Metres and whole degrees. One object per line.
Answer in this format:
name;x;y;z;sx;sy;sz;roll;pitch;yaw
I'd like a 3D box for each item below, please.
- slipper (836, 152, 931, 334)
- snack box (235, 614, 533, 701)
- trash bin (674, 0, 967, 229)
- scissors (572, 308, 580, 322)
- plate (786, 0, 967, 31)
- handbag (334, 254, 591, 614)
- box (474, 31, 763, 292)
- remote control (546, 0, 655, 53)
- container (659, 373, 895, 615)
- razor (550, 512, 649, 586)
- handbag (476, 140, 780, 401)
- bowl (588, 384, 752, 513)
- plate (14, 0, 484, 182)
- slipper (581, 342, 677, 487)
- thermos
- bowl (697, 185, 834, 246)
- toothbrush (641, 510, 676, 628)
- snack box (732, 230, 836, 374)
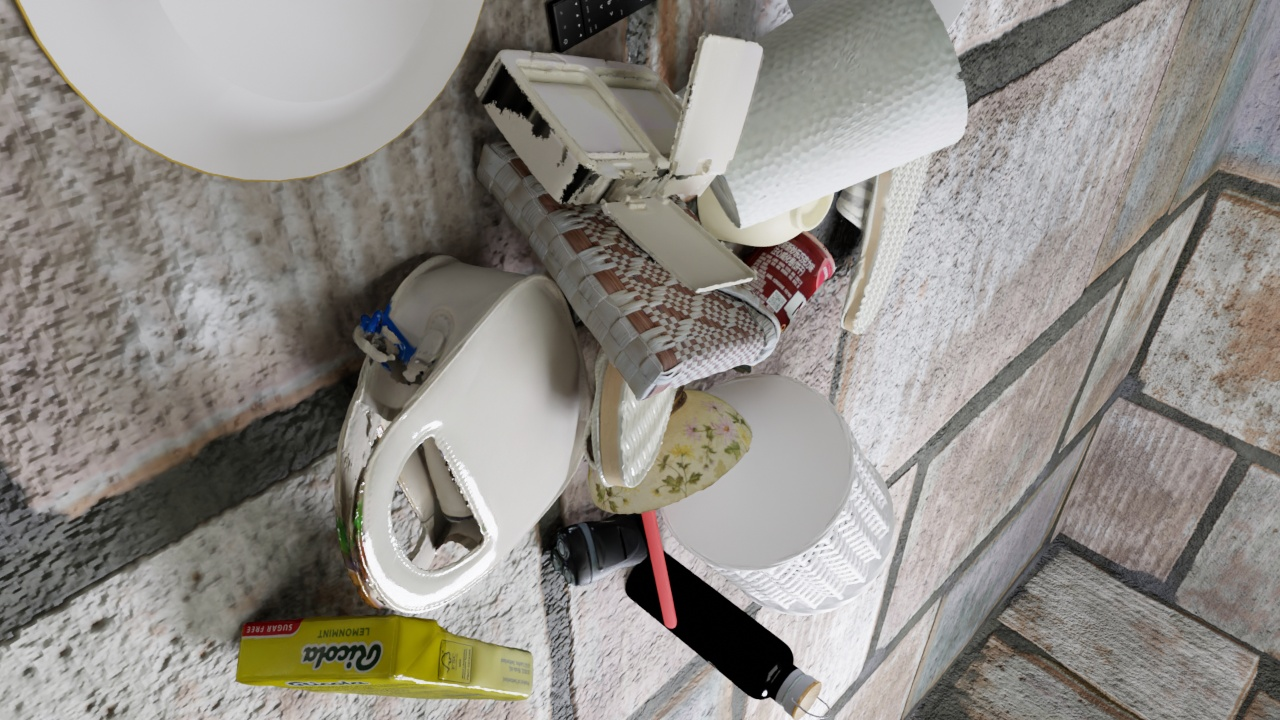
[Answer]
slipper;0.237;-0.155;0.908;0.114;0.054;0.273;-26;131;-45
snack box;-0.162;0.205;0.628;0.181;0.121;0.045;43;43;-57
trash bin;0.118;-0.174;0.636;0.161;0.133;0.133;-27;143;2
scissors;-0.022;-0.097;0.651;0.135;0.019;0.139;-44;145;-16
plate;0.180;-0.325;0.682;0.208;0.015;0.209;-11;114;-27
handbag;-0.120;0.051;0.558;0.199;0.093;0.201;-57;152;-35
box;0.024;-0.126;0.513;0.143;0.184;0.099;-19;156;-50
remote control;-0.003;-0.234;0.572;0.139;0.009;0.030;-39;142;-27
container;0.133;0.133;0.885;0.189;0.189;0.187;-54;145;-7
razor;-0.030;0.168;0.833;0.140;0.064;0.053;2;73;-62
handbag;-0.003;-0.067;0.554;0.123;0.185;0.047;-18;155;-45
bowl;0.012;0.056;0.739;0.144;0.145;0.063;-36;111;-30
plate;-0.151;-0.187;0.405;0.229;0.021;0.230;-32;139;-34
slipper;-0.004;0.004;0.646;0.262;0.052;0.115;-61;153;-67
thermos;0.088;0.274;0.899;0.061;0.231;0.061;-32;139;-34
bowl;0.112;-0.140;0.739;0.117;0.074;0.118;-32;139;-34
toothbrush;0.015;0.169;0.846;0.017;0.012;0.213;-66;152;-52
snack box;0.106;-0.055;0.802;0.121;0.072;0.072;-50;146;-12
